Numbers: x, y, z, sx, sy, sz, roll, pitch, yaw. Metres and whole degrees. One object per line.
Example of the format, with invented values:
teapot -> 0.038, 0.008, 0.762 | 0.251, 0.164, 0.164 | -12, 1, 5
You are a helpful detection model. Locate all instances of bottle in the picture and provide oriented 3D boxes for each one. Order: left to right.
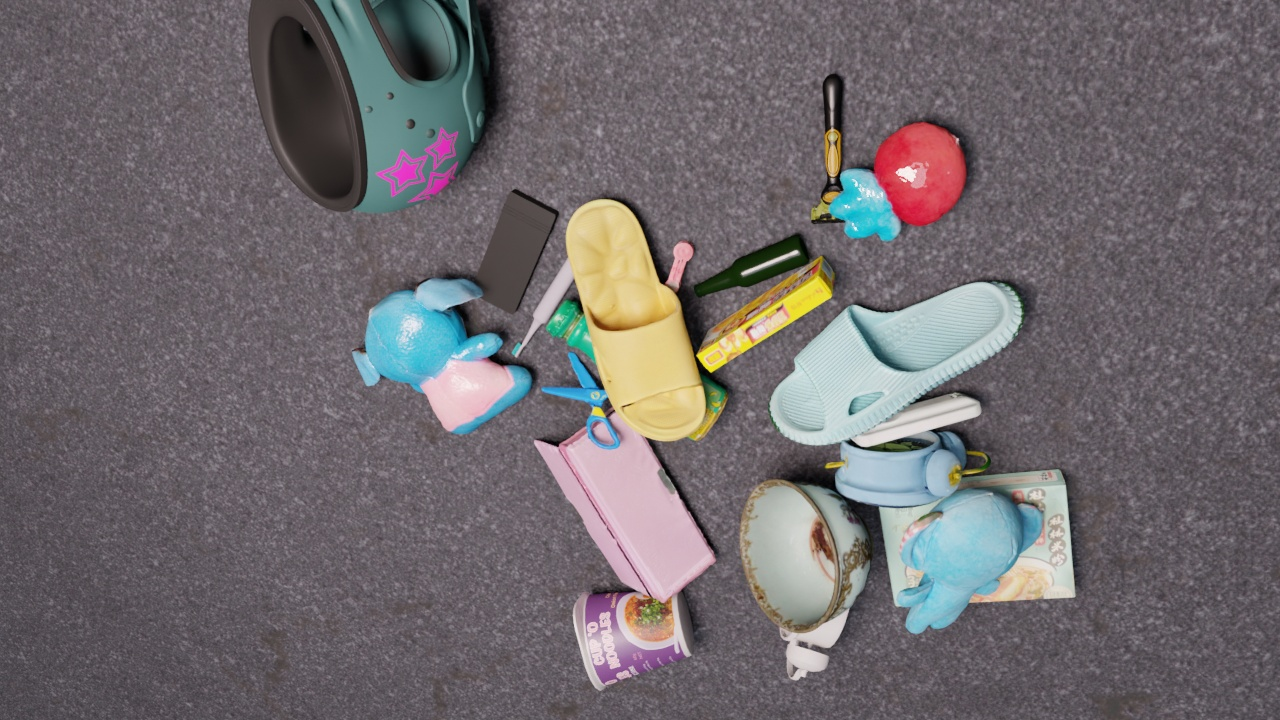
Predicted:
bottle -> -0.006, 0.006, 1.010 | 0.209, 0.068, 0.068 | 34, 118, -3
bottle -> 0.113, -0.094, 0.954 | 0.123, 0.033, 0.033 | -21, 108, 22

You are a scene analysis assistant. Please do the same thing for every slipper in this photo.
slipper -> -0.007, -0.040, 0.939 | 0.099, 0.078, 0.263 | -19, 90, -5
slipper -> 0.244, -0.004, 0.920 | 0.277, 0.115, 0.069 | -30, 137, 20

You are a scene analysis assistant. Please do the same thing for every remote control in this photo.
remote control -> -0.141, -0.119, 1.015 | 0.058, 0.013, 0.134 | 28, 118, 0
remote control -> 0.282, 0.059, 0.952 | 0.133, 0.050, 0.022 | -15, 103, -4

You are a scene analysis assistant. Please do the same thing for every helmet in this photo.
helmet -> -0.236, -0.278, 0.858 | 0.176, 0.199, 0.275 | 28, 137, 23

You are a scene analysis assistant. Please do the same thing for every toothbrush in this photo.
toothbrush -> -0.097, -0.073, 1.023 | 0.019, 0.018, 0.188 | 36, 118, 2

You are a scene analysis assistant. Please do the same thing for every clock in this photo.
clock -> 0.196, 0.298, 1.074 | 0.061, 0.119, 0.159 | 18, 107, -1
clock -> 0.281, 0.110, 0.962 | 0.162, 0.117, 0.060 | 0, 103, 20

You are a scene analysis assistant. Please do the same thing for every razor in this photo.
razor -> 0.187, -0.204, 0.892 | 0.044, 0.021, 0.144 | 0, 113, 14

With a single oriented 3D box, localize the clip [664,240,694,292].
clip -> 0.038, -0.096, 0.970 | 0.023, 0.045, 0.060 | 19, 131, 0

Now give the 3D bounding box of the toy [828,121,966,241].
toy -> 0.246, -0.165, 0.872 | 0.133, 0.062, 0.092 | -31, 97, 29

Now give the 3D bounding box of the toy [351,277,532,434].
toy -> -0.237, 0.006, 1.057 | 0.225, 0.098, 0.191 | -33, 110, 32

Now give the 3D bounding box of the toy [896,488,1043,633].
toy -> 0.325, 0.205, 0.959 | 0.183, 0.114, 0.181 | -1, 126, -28

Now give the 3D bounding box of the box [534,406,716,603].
box -> -0.021, 0.169, 1.114 | 0.106, 0.116, 0.232 | -36, 107, -16

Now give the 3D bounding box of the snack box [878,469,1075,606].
snack box -> 0.372, 0.199, 1.021 | 0.194, 0.044, 0.141 | -7, 110, 18

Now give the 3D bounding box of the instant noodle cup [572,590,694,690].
instant noodle cup -> -0.004, 0.334, 1.142 | 0.122, 0.121, 0.137 | -14, 138, 9

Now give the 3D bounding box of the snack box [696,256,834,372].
snack box -> 0.130, -0.048, 0.947 | 0.153, 0.075, 0.025 | -33, 102, 25

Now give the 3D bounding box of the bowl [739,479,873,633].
bowl -> 0.189, 0.201, 0.978 | 0.093, 0.160, 0.160 | -3, 122, -29

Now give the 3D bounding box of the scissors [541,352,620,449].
scissors -> -0.044, 0.039, 1.041 | 0.123, 0.016, 0.125 | -27, 75, -16
